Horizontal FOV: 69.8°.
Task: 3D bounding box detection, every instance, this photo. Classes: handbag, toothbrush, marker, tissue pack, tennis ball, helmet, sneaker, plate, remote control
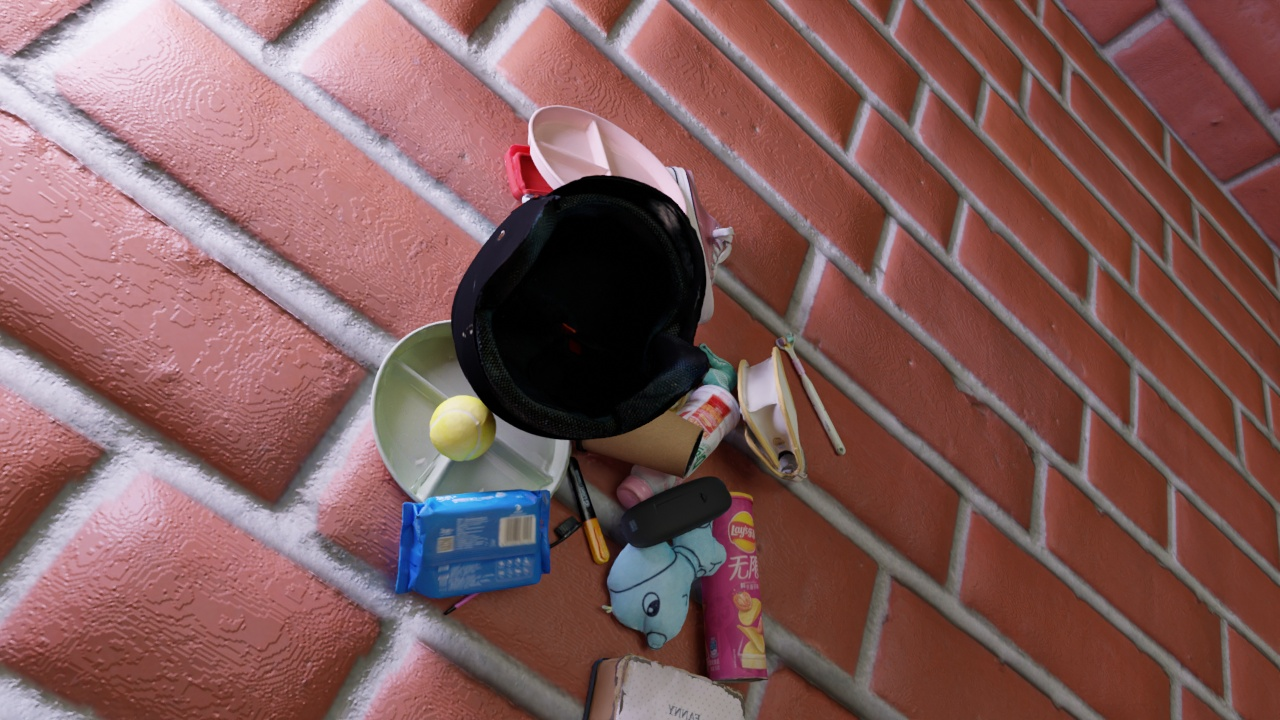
[{"bbox_3d":[0.176,0.091,1.185,0.163,0.063,0.179,-76,146,-64],"label":"handbag"},{"bbox_3d":[0.247,0.050,1.314,0.189,0.029,0.020,64,8,4],"label":"toothbrush"},{"bbox_3d":[-0.060,0.166,1.024,0.018,0.015,0.123,-5,71,-44],"label":"marker"},{"bbox_3d":[-0.160,0.176,0.893,0.157,0.052,0.095,-1,98,-29],"label":"tissue pack"},{"bbox_3d":[-0.176,0.067,0.911,0.065,0.066,0.065,17,60,-31],"label":"tennis ball"},{"bbox_3d":[-0.063,-0.049,0.917,0.233,0.231,0.274,46,63,-18],"label":"helmet"},{"bbox_3d":[0.081,-0.157,1.232,0.087,0.118,0.240,0,62,-16],"label":"sneaker"},{"bbox_3d":[-0.130,0.210,0.951,0.188,0.014,0.018,-28,77,-42],"label":"toothbrush"},{"bbox_3d":[-0.042,-0.232,1.143,0.229,0.028,0.229,25,36,-20],"label":"plate"},{"bbox_3d":[0.042,0.165,1.015,0.136,0.024,0.053,-20,69,-23],"label":"remote control"},{"bbox_3d":[-0.177,0.066,0.974,0.230,0.028,0.229,17,60,-31],"label":"plate"}]

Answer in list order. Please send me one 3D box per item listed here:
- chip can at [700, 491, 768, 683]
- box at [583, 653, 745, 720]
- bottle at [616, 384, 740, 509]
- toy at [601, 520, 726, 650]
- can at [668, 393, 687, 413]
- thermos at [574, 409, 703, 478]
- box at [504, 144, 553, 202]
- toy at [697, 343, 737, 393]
[{"bbox_3d":[0.104,0.263,1.065,0.071,0.072,0.210,14,61,-32],"label":"chip can"},{"bbox_3d":[0.023,0.370,0.960,0.184,0.063,0.089,28,54,-22],"label":"box"},{"bbox_3d":[0.044,0.107,1.101,0.068,0.068,0.196,52,52,-6],"label":"bottle"},{"bbox_3d":[0.024,0.232,1.019,0.156,0.050,0.161,-13,80,-16],"label":"toy"},{"bbox_3d":[-0.006,0.006,1.094,0.148,0.049,0.074,48,67,-26],"label":"can"},{"bbox_3d":[-0.006,0.077,1.027,0.143,0.093,0.092,21,50,12],"label":"thermos"},{"bbox_3d":[-0.065,-0.207,1.169,0.200,0.064,0.160,0,49,-38],"label":"box"},{"bbox_3d":[0.102,0.020,1.203,0.096,0.030,0.091,50,25,3],"label":"toy"}]
